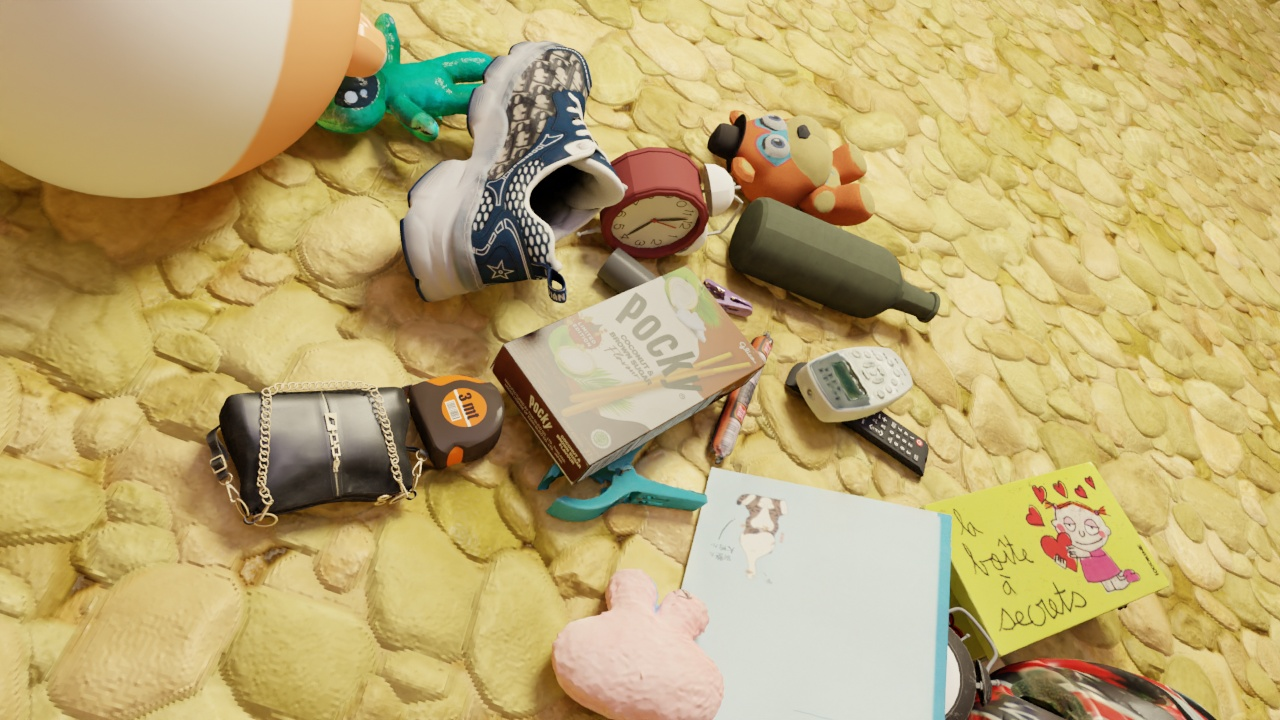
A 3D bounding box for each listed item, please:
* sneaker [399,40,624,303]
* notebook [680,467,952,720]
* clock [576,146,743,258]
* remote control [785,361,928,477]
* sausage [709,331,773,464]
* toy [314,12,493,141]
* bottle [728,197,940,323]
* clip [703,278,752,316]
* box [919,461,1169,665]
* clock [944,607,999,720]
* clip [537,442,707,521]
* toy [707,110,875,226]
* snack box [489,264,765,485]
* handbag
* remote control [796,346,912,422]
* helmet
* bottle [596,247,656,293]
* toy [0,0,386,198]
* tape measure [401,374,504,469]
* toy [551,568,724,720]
[{"bbox_3d":[-0.068,-0.147,0.698,0.132,0.103,0.268,8,52,16],"label":"sneaker"},{"bbox_3d":[0.110,0.188,0.602,0.181,0.009,0.252,10,48,10],"label":"notebook"},{"bbox_3d":[0.020,-0.130,0.778,0.137,0.096,0.048,6,55,-23],"label":"clock"},{"bbox_3d":[0.192,0.051,0.799,0.147,0.015,0.033,34,47,-4],"label":"remote control"},{"bbox_3d":[0.083,0.026,0.751,0.020,0.020,0.154,32,47,-5],"label":"sausage"},{"bbox_3d":[-0.204,-0.214,0.735,0.193,0.073,0.130,-10,61,-25],"label":"toy"},{"bbox_3d":[0.187,-0.084,0.857,0.206,0.072,0.071,20,50,-17],"label":"bottle"},{"bbox_3d":[0.073,-0.057,0.813,0.051,0.014,0.045,-1,55,-27],"label":"clip"},{"bbox_3d":[0.306,0.164,0.740,0.220,0.080,0.124,-3,59,-33],"label":"box"},{"bbox_3d":[0.184,0.212,0.624,0.122,0.044,0.091,-32,61,-5],"label":"clock"},{"bbox_3d":[-0.020,0.074,0.654,0.119,0.027,0.103,-12,61,-36],"label":"clip"},{"bbox_3d":[0.148,-0.190,0.908,0.176,0.096,0.112,8,54,-11],"label":"toy"},{"bbox_3d":[-0.004,0.004,0.670,0.185,0.032,0.101,-27,74,-38],"label":"snack box"},{"bbox_3d":[-0.192,0.056,0.556,0.128,0.054,0.079,-3,70,-35],"label":"handbag"},{"bbox_3d":[0.185,0.019,0.786,0.114,0.028,0.060,-9,62,-34],"label":"remote control"},{"bbox_3d":[0.330,0.316,0.603,0.217,0.167,0.271,2,44,-33],"label":"helmet"},{"bbox_3d":[0.017,-0.047,0.760,0.113,0.030,0.030,38,47,0],"label":"bottle"},{"bbox_3d":[-0.301,-0.239,0.563,0.263,0.266,0.280,50,33,14],"label":"toy"},{"bbox_3d":[-0.122,0.039,0.614,0.058,0.038,0.058,-19,67,-23],"label":"tape measure"},{"bbox_3d":[0.003,0.178,0.570,0.108,0.053,0.104,20,39,2],"label":"toy"}]
